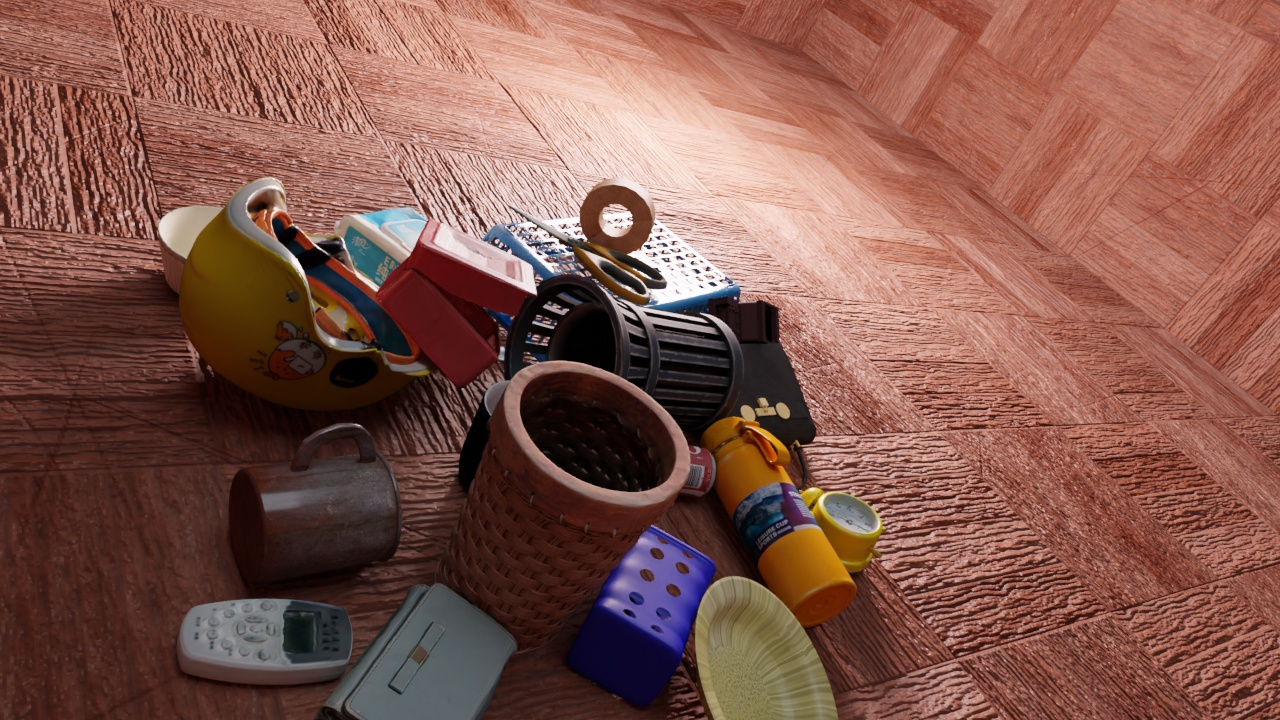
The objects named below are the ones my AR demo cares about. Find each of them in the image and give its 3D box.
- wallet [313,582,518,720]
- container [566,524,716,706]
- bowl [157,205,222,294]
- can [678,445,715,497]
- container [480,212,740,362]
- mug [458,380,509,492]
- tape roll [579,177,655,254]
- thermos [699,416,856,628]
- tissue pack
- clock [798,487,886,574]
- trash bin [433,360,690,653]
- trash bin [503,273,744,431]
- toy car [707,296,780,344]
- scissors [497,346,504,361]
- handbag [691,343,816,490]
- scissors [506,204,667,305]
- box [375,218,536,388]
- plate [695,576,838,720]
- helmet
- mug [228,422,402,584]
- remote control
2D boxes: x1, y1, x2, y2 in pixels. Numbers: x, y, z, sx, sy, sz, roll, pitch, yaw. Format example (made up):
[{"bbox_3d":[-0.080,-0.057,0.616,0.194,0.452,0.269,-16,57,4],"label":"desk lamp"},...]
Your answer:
[{"bbox_3d":[-0.157,0.230,0.659,0.100,0.054,0.131,27,35,2],"label":"wallet"},{"bbox_3d":[0.001,0.213,0.772,0.084,0.085,0.113,28,31,4],"label":"container"},{"bbox_3d":[-0.428,-0.099,0.929,0.115,0.063,0.115,20,31,-13],"label":"bowl"},{"bbox_3d":[0.027,0.113,0.973,0.096,0.054,0.054,12,34,-24],"label":"can"},{"bbox_3d":[-0.035,-0.102,1.217,0.257,0.089,0.361,42,33,24],"label":"container"},{"bbox_3d":[-0.123,0.091,0.848,0.085,0.095,0.121,23,31,-8],"label":"mug"},{"bbox_3d":[-0.029,-0.181,1.158,0.094,0.094,0.027,25,30,-4],"label":"tape roll"},{"bbox_3d":[0.141,0.155,0.956,0.076,0.091,0.232,44,14,-47],"label":"thermos"},{"bbox_3d":[-0.251,-0.106,1.071,0.209,0.066,0.116,37,28,18],"label":"tissue pack"},{"bbox_3d":[0.208,0.183,1.008,0.119,0.057,0.083,24,29,10],"label":"clock"},{"bbox_3d":[-0.073,0.126,0.720,0.151,0.211,0.151,20,32,-14],"label":"trash bin"},{"bbox_3d":[-0.006,0.006,0.989,0.227,0.164,0.164,7,35,-49],"label":"trash bin"},{"bbox_3d":[0.153,-0.043,1.240,0.169,0.062,0.070,16,70,-57],"label":"toy car"},{"bbox_3d":[-0.211,-0.010,1.016,0.178,0.016,0.101,18,27,-22],"label":"scissors"},{"bbox_3d":[0.140,0.078,1.128,0.175,0.072,0.195,-2,52,-40],"label":"handbag"},{"bbox_3d":[-0.075,-0.133,1.126,0.229,0.016,0.113,28,30,3],"label":"scissors"},{"bbox_3d":[-0.191,-0.059,0.916,0.137,0.127,0.157,29,11,-14],"label":"box"},{"bbox_3d":[0.095,0.275,0.763,0.184,0.036,0.184,35,35,-30],"label":"plate"},{"bbox_3d":[-0.315,-0.032,0.840,0.240,0.140,0.209,48,5,-44],"label":"helmet"},{"bbox_3d":[-0.248,0.105,0.703,0.110,0.123,0.096,-7,25,-44],"label":"mug"},{"bbox_3d":[-0.262,0.197,0.643,0.114,0.028,0.060,12,34,-25],"label":"remote control"}]
